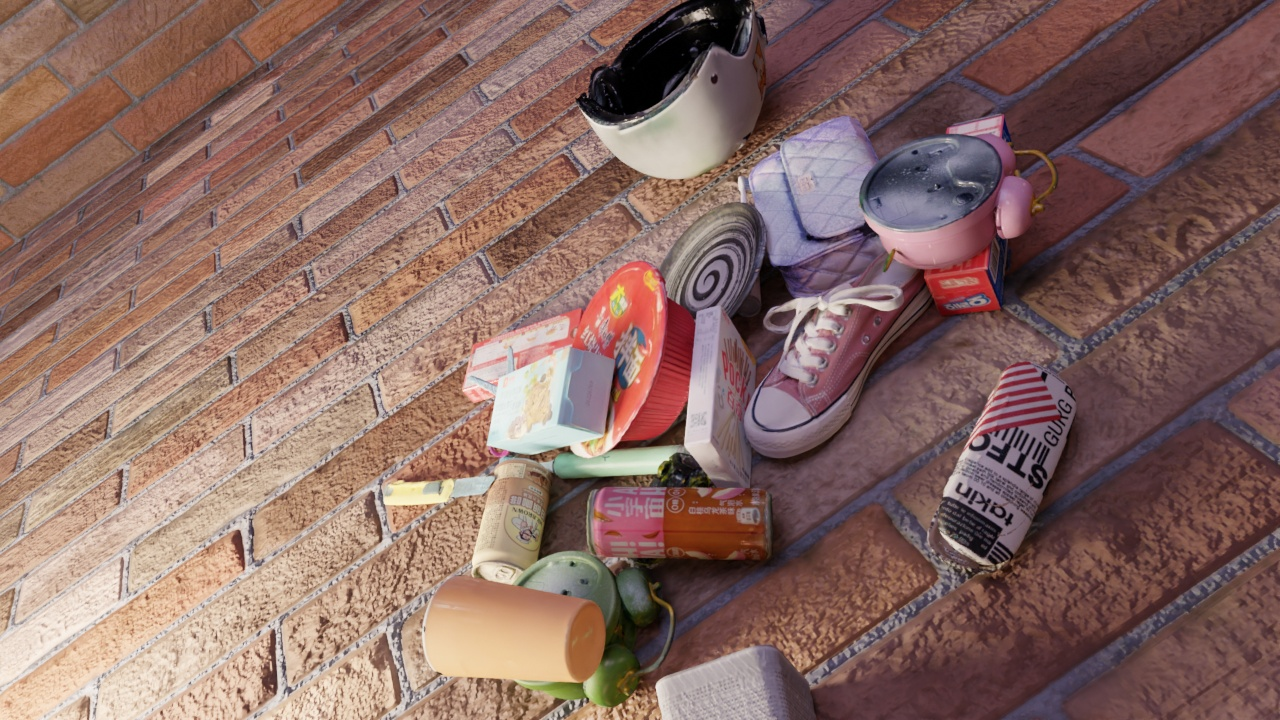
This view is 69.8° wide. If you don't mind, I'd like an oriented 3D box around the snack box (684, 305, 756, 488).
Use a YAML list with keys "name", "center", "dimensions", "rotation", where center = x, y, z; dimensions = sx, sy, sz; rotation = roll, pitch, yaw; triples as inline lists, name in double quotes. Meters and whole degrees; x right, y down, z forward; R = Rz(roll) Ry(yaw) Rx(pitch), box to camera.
- name: "snack box"
  center: [0.074, 0.035, 0.822]
  dimensions: [0.027, 0.085, 0.156]
  rotation: [-14, 45, 25]

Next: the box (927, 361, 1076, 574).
- name: "box"
  center: [0.265, 0.083, 0.677]
  dimensions: [0.075, 0.083, 0.163]
  rotation: [29, 65, 8]

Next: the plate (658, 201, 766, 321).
- name: "plate"
  center: [0.070, -0.083, 0.955]
  dimensions: [0.180, 0.024, 0.179]
  rotation: [-38, 37, 36]

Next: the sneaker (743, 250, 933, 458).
- name: "sneaker"
  center: [0.169, -0.023, 0.807]
  dimensions: [0.240, 0.088, 0.118]
  rotation: [-47, 41, -13]

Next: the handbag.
- name: "handbag"
  center: [0.187, -0.159, 0.934]
  dimensions: [0.134, 0.075, 0.193]
  rotation: [-24, 42, 16]

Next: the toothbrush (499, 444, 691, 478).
- name: "toothbrush"
  center: [-0.051, 0.101, 0.893]
  dimensions: [0.225, 0.026, 0.027]
  rotation: [-7, 62, 31]

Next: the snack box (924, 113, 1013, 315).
- name: "snack box"
  center: [0.307, -0.137, 0.844]
  dimensions: [0.058, 0.057, 0.207]
  rotation: [-6, 49, 34]

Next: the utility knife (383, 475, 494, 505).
- name: "utility knife"
  center: [-0.213, 0.135, 0.951]
  dimensions: [0.221, 0.022, 0.030]
  rotation: [-9, 60, 42]

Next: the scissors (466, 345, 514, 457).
- name: "scissors"
  center: [-0.142, 0.047, 0.997]
  dimensions: [0.133, 0.017, 0.130]
  rotation: [20, 76, 27]

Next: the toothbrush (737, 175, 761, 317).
- name: "toothbrush"
  center: [0.115, -0.133, 0.999]
  dimensions: [0.026, 0.027, 0.220]
  rotation: [10, 47, -7]

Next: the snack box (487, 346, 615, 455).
- name: "snack box"
  center: [-0.090, 0.043, 0.887]
  dimensions: [0.175, 0.051, 0.074]
  rotation: [-20, 58, 57]

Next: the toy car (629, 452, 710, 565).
- name: "toy car"
  center: [0.024, 0.132, 0.805]
  dimensions: [0.048, 0.032, 0.105]
  rotation: [26, 81, 40]

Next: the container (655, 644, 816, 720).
- name: "container"
  center: [0.072, 0.266, 0.601]
  dimensions: [0.090, 0.090, 0.114]
  rotation: [-24, 45, 15]

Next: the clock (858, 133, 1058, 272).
- name: "clock"
  center: [0.269, -0.139, 0.780]
  dimensions: [0.159, 0.060, 0.117]
  rotation: [-20, 44, 17]

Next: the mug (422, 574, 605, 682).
- name: "mug"
  center: [-0.093, 0.208, 0.698]
  dimensions: [0.123, 0.078, 0.078]
  rotation: [-1, 51, 27]

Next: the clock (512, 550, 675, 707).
- name: "clock"
  center: [-0.045, 0.220, 0.751]
  dimensions: [0.161, 0.056, 0.115]
  rotation: [-5, 50, 32]

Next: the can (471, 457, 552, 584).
- name: "can"
  center: [-0.120, 0.153, 0.866]
  dimensions: [0.059, 0.058, 0.116]
  rotation: [-14, 45, 24]

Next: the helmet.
- name: "helmet"
  center: [0.058, -0.318, 1.117]
  dimensions: [0.231, 0.157, 0.273]
  rotation: [-14, 34, 27]

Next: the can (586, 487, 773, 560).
- name: "can"
  center: [0.033, 0.132, 0.747]
  dimensions: [0.147, 0.058, 0.057]
  rotation: [-1, 49, 10]

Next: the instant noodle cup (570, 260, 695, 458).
- name: "instant noodle cup"
  center: [-0.005, 0.005, 0.879]
  dimensions: [0.194, 0.065, 0.193]
  rotation: [-38, 42, 46]

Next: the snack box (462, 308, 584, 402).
- name: "snack box"
  center: [-0.130, -0.005, 1.050]
  dimensions: [0.153, 0.025, 0.075]
  rotation: [-17, 44, 22]
